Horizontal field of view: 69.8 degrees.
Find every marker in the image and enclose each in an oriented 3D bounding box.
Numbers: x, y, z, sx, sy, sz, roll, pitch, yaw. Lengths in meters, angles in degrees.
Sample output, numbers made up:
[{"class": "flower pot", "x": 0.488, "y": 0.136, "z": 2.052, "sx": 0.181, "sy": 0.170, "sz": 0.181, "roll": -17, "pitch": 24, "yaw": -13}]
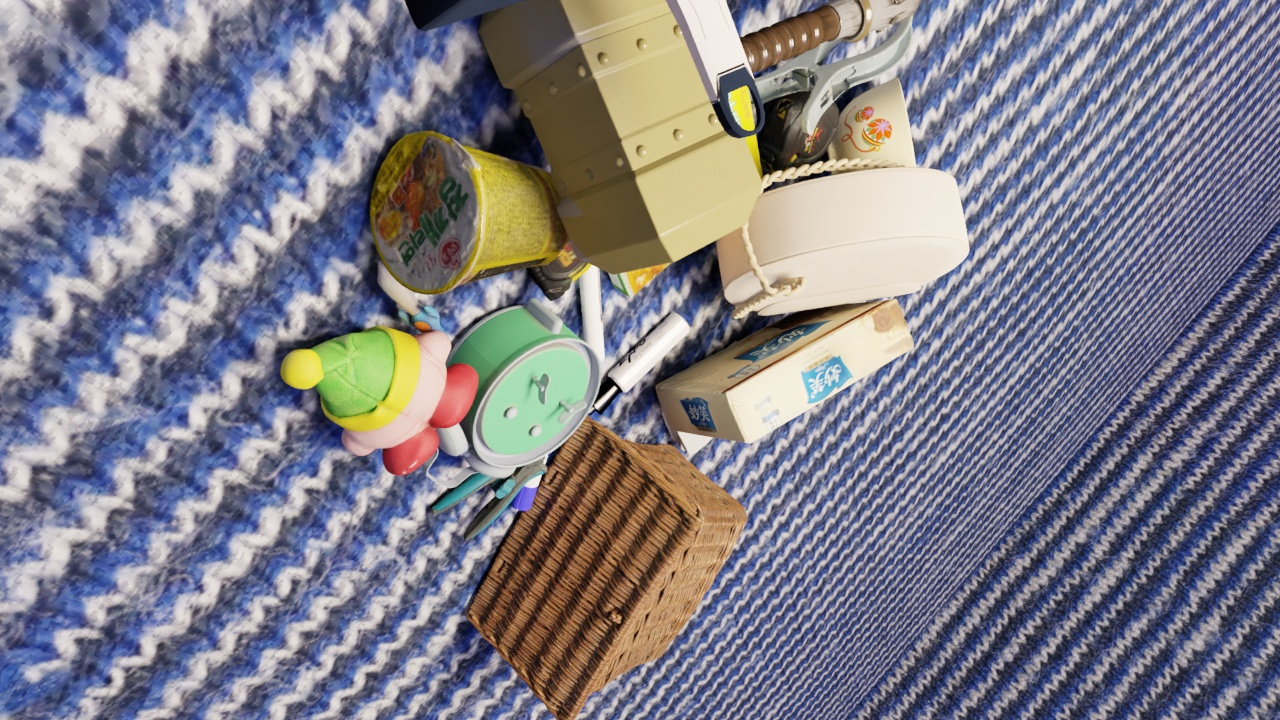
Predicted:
[{"class": "marker", "x": -0.092, "y": 0.077, "z": 0.836, "sx": 0.020, "sy": 0.020, "sz": 0.142, "roll": -10, "pitch": 129, "yaw": -45}, {"class": "marker", "x": -0.041, "y": -0.050, "z": 0.777, "sx": 0.134, "sy": 0.017, "sz": 0.020, "roll": 89, "pitch": 14, "yaw": -44}, {"class": "marker", "x": -0.005, "y": 0.005, "z": 0.864, "sx": 0.125, "sy": 0.025, "sz": 0.025, "roll": -44, "pitch": 146, "yaw": -11}]

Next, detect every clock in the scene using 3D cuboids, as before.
[{"class": "clock", "x": -0.107, "y": 0.038, "z": 0.731, "sx": 0.161, "sy": 0.075, "sz": 0.122, "roll": -48, "pitch": 146, "yaw": -3}]

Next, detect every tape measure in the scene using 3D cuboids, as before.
[{"class": "tape measure", "x": 0.141, "y": -0.207, "z": 0.819, "sx": 0.072, "sy": 0.042, "sz": 0.072, "roll": -17, "pitch": 133, "yaw": -34}, {"class": "tape measure", "x": -0.064, "y": -0.090, "z": 0.696, "sx": 0.062, "sy": 0.038, "sz": 0.067, "roll": -38, "pitch": 142, "yaw": -5}]

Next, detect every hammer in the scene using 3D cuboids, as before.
[{"class": "hammer", "x": 0.078, "y": -0.208, "z": 0.622, "sx": 0.324, "sy": 0.101, "sz": 0.190, "roll": -30, "pitch": 104, "yaw": -28}]

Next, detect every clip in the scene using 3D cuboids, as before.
[{"class": "clip", "x": 0.156, "y": -0.261, "z": 0.784, "sx": 0.163, "sy": 0.108, "sz": 0.028, "roll": -43, "pitch": 145, "yaw": -19}]

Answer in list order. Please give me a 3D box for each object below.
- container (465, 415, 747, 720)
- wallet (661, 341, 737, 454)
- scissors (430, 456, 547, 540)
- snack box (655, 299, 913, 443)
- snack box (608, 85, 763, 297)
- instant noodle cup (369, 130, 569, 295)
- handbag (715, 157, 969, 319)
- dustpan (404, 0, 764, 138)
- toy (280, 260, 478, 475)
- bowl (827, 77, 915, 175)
[{"class": "container", "x": -0.016, "y": 0.199, "z": 0.921, "sx": 0.183, "sy": 0.162, "sz": 0.250, "roll": 9, "pitch": 116, "yaw": -57}, {"class": "wallet", "x": 0.074, "y": 0.039, "z": 0.989, "sx": 0.116, "sy": 0.032, "sz": 0.086, "roll": -37, "pitch": 133, "yaw": -18}, {"class": "scissors", "x": -0.121, "y": 0.105, "z": 0.815, "sx": 0.122, "sy": 0.019, "sz": 0.149, "roll": 5, "pitch": 117, "yaw": -35}, {"class": "snack box", "x": 0.138, "y": 0.006, "z": 0.900, "sx": 0.207, "sy": 0.153, "sz": 0.055, "roll": -27, "pitch": 101, "yaw": -21}, {"class": "snack box", "x": 0.029, "y": -0.147, "z": 0.758, "sx": 0.167, "sy": 0.027, "sz": 0.132, "roll": -42, "pitch": 146, "yaw": -13}, {"class": "instant noodle cup", "x": -0.103, "y": -0.095, "z": 0.601, "sx": 0.108, "sy": 0.102, "sz": 0.102, "roll": -11, "pitch": 130, "yaw": -55}, {"class": "handbag", "x": 0.175, "y": -0.094, "z": 0.812, "sx": 0.211, "sy": 0.103, "sz": 0.208, "roll": -9, "pitch": 170, "yaw": 7}, {"class": "dustpan", "x": -0.009, "y": -0.240, "z": 0.459, "sx": 0.235, "sy": 0.080, "sz": 0.273, "roll": -30, "pitch": 110, "yaw": -28}, {"class": "toy", "x": -0.175, "y": 0.012, "z": 0.620, "sx": 0.124, "sy": 0.096, "sz": 0.131, "roll": -45, "pitch": 120, "yaw": 7}, {"class": "bowl", "x": 0.217, "y": -0.201, "z": 0.874, "sx": 0.074, "sy": 0.117, "sz": 0.118, "roll": -10, "pitch": 148, "yaw": 15}]
